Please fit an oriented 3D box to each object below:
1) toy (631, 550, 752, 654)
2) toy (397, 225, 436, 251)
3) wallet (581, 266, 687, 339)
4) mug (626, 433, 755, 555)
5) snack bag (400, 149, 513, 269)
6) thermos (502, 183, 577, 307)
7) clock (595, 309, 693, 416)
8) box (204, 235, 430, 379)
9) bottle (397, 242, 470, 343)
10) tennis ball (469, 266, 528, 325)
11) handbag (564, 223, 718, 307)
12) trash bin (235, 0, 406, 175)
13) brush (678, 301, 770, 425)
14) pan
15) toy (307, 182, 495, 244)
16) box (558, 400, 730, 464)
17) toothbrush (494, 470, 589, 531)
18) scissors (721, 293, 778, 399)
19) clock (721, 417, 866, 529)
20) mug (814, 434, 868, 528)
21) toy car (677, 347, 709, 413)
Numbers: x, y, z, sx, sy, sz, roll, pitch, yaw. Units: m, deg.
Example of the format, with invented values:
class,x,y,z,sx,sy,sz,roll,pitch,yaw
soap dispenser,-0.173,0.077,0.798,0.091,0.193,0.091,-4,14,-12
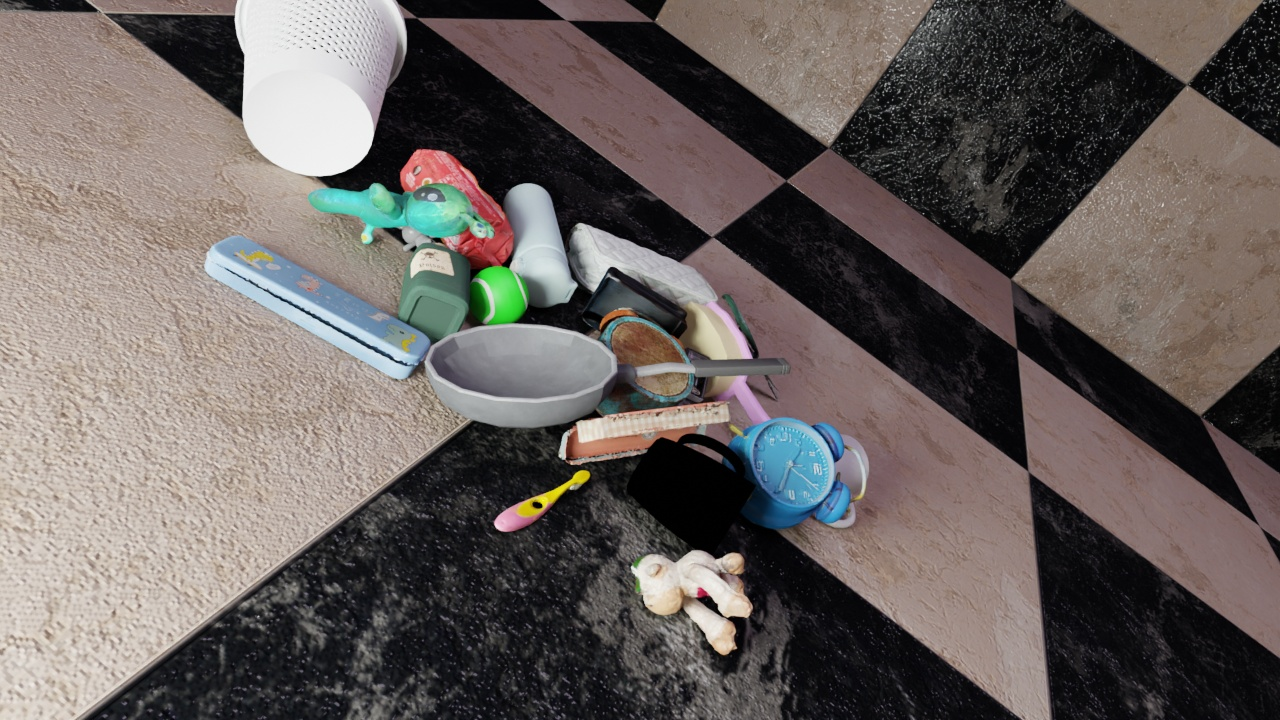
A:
class,x,y,z,sx,sy,sz,roll,pitch,yaw
toy,0.042,0.192,0.779,0.106,0.085,0.074,16,58,6
toy,-0.253,-0.143,1.031,0.049,0.030,0.111,-32,70,-31
wallet,-0.006,-0.054,1.094,0.115,0.089,0.026,32,47,-5
mug,0.052,0.117,0.887,0.104,0.085,0.111,32,47,9
snack bag,-0.215,-0.180,1.075,0.082,0.082,0.176,-4,47,-51
thermos,-0.129,-0.142,1.128,0.078,0.065,0.206,20,31,-27
clock,-0.006,0.006,1.015,0.121,0.074,0.157,30,40,-16
box,-0.291,-0.054,0.842,0.209,0.037,0.065,31,25,-9
bottle,-0.210,-0.080,0.942,0.061,0.061,0.131,20,31,-22
tennis ball,-0.153,-0.068,0.983,0.065,0.065,0.065,26,29,-16
handbag,-0.002,-0.106,1.209,0.194,0.073,0.138,20,22,-25
trash bin,-0.369,-0.325,1.045,0.195,0.196,0.199,18,41,-29
brush,0.103,0.023,1.099,0.043,0.089,0.228,5,41,-37
pan,-0.025,0.014,0.885,0.357,0.041,0.178,-2,24,-14
toy,-0.248,-0.155,0.973,0.193,0.072,0.130,7,10,4
box,0.006,0.069,0.913,0.186,0.085,0.048,-4,72,-38
toothbrush,-0.085,0.124,0.809,0.021,0.016,0.135,44,31,14
scissors,0.132,-0.034,1.206,0.202,0.015,0.202,60,0,-34
clock,0.167,0.118,0.986,0.161,0.060,0.116,4,64,-17
mug,0.214,0.144,1.066,0.089,0.071,0.107,-6,75,-38
toy car,0.057,0.030,1.063,0.040,0.037,0.092,25,62,-20
